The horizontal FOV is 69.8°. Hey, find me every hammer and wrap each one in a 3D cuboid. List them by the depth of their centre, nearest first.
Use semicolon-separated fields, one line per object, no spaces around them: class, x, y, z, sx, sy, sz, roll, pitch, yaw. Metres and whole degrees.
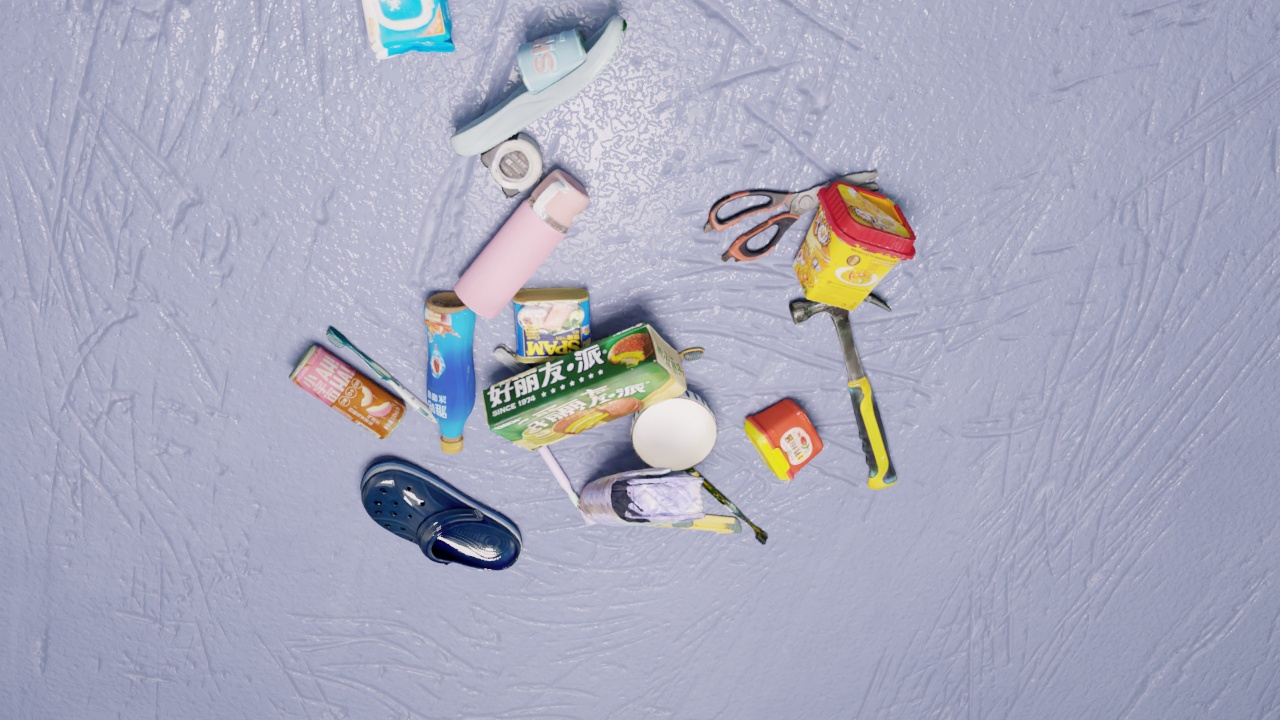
hammer;0.306;0.042;1.265;0.126;0.031;0.323;-19;115;6

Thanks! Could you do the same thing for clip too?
clip;-0.169;0.001;1.217;0.058;0.041;0.026;41;109;-15

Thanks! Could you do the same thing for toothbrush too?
toothbrush;-0.341;0.023;1.217;0.018;0.016;0.191;-36;113;23
toothbrush;-0.007;0.007;1.231;0.191;0.018;0.016;-10;114;1
toothbrush;-0.113;0.160;1.298;0.029;0.021;0.189;-11;120;37
toothbrush;0.125;0.211;1.340;0.012;0.017;0.186;-31;116;36

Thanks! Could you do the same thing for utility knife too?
utility knife;0.054;0.237;1.353;0.198;0.021;0.031;6;109;-2

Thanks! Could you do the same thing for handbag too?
handbag;0.001;0.184;1.228;0.134;0.194;0.075;0;79;-17

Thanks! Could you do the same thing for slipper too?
slipper;-0.121;-0.315;1.026;0.246;0.103;0.074;-30;112;17
slipper;-0.281;0.235;1.283;0.252;0.095;0.105;31;107;-21

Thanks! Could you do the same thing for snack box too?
snack box;-0.071;0.038;1.173;0.240;0.063;0.114;-21;154;15
snack box;0.198;0.106;1.266;0.080;0.082;0.091;-35;115;-2

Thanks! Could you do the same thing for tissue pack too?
tissue pack;-0.257;-0.402;0.991;0.090;0.063;0.140;-7;116;-1

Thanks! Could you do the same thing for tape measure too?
tape measure;-0.149;-0.236;1.096;0.066;0.033;0.066;-27;116;11

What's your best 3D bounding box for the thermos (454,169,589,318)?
thermos;-0.146;-0.141;1.114;0.067;0.087;0.199;46;108;4

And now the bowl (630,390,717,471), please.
bowl;0.043;0.086;1.247;0.116;0.066;0.117;-2;117;-4

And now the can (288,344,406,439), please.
can;-0.381;0.042;1.200;0.147;0.057;0.058;38;107;-20

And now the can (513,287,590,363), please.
can;-0.113;-0.046;1.178;0.102;0.057;0.083;-3;114;-3

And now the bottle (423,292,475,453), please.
bottle;-0.247;0.022;1.195;0.065;0.065;0.219;2;115;-5

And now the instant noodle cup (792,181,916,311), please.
instant noodle cup;0.255;-0.136;1.129;0.116;0.116;0.124;12;130;-20

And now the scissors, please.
scissors;0.194;-0.183;1.157;0.205;0.015;0.197;18;112;-12
